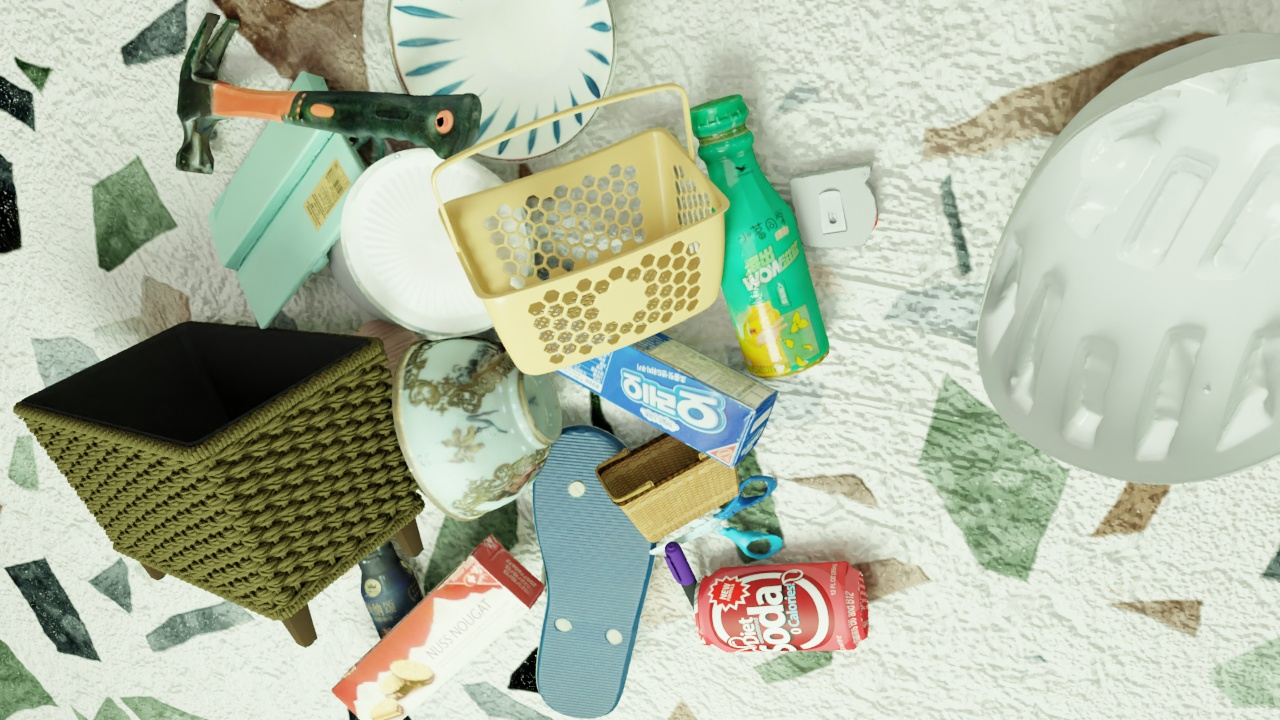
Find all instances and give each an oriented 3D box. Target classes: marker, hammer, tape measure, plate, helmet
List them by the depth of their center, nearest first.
[{"bbox_3d":[0.338,-0.052,0.567,0.224,0.183,0.283,19,110,15],"label":"helmet"},{"bbox_3d":[0.147,-0.115,0.690,0.060,0.020,0.062,-6,110,19],"label":"tape measure"},{"bbox_3d":[-0.254,-0.196,0.715,0.334,0.033,0.133,15,101,30],"label":"hammer"},{"bbox_3d":[-0.160,-0.092,0.729,0.157,0.014,0.157,3,116,5],"label":"plate"},{"bbox_3d":[0.045,0.208,0.836,0.015,0.018,0.134,16,144,36],"label":"marker"}]

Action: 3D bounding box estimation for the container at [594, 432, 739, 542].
[{"bbox_3d":[0.028,0.100,0.776,0.114,0.063,0.061,-28,118,-8],"label":"container"}]

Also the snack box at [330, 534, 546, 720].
[{"bbox_3d":[-0.201,0.271,0.881,0.076,0.044,0.274,44,119,-3],"label":"snack box"}]

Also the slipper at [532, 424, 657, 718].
[{"bbox_3d":[-0.043,0.198,0.861,0.118,0.060,0.295,8,105,11],"label":"slipper"}]

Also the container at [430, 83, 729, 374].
[{"bbox_3d":[-0.040,-0.097,0.648,0.183,0.129,0.167,-21,134,-10],"label":"container"}]

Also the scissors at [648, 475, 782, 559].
[{"bbox_3d":[0.065,0.135,0.808,0.133,0.015,0.104,7,112,-6],"label":"scissors"}]

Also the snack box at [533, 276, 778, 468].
[{"bbox_3d":[-0.004,0.004,0.740,0.226,0.059,0.059,27,116,20],"label":"snack box"}]

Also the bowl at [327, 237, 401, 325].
[{"bbox_3d":[-0.209,-0.091,0.785,0.132,0.064,0.132,6,114,14],"label":"bowl"}]

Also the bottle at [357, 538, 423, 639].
[{"bbox_3d":[-0.256,0.242,0.946,0.056,0.056,0.161,-9,109,20],"label":"bottle"}]

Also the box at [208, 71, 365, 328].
[{"bbox_3d":[-0.303,-0.133,0.786,0.187,0.033,0.136,-44,61,27],"label":"box"}]

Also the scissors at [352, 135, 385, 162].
[{"bbox_3d":[-0.271,-0.163,0.804,0.070,0.014,0.131,43,116,-4],"label":"scissors"}]

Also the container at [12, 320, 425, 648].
[{"bbox_3d":[-0.353,0.099,0.804,0.322,0.175,0.205,5,121,37],"label":"container"}]

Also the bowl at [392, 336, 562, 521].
[{"bbox_3d":[-0.123,0.046,0.770,0.094,0.159,0.160,-18,106,16],"label":"bowl"}]

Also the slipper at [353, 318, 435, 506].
[{"bbox_3d":[-0.212,0.058,0.840,0.082,0.093,0.197,-22,104,35],"label":"slipper"}]

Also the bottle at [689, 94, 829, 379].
[{"bbox_3d":[0.085,-0.092,0.692,0.068,0.068,0.210,-12,108,21],"label":"bottle"}]

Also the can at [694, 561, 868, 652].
[{"bbox_3d":[0.125,0.218,0.809,0.143,0.074,0.074,-8,110,20],"label":"can"}]

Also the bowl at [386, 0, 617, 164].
[{"bbox_3d":[-0.093,-0.241,0.682,0.177,0.070,0.177,6,113,14],"label":"bowl"}]
